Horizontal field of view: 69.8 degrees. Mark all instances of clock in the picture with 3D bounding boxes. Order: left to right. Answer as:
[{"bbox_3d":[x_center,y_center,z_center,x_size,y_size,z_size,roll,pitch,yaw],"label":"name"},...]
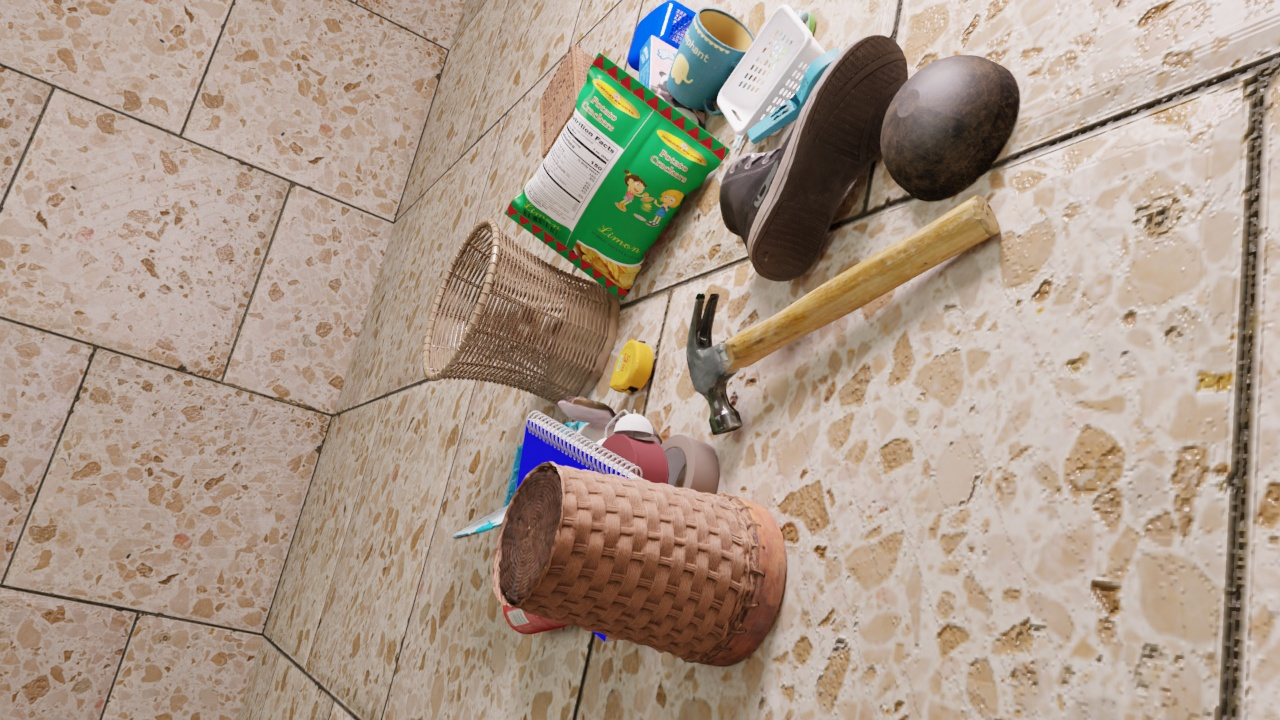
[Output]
[{"bbox_3d":[-0.014,0.110,0.934,0.087,0.044,0.124,-46,44,37],"label":"clock"}]

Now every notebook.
[{"bbox_3d":[-0.073,0.161,0.943,0.209,0.022,0.172,22,105,53],"label":"notebook"}]

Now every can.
[{"bbox_3d":[-0.096,0.270,1.041,0.171,0.067,0.067,-32,44,52],"label":"can"}]

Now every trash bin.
[{"bbox_3d":[-0.005,0.165,0.779,0.152,0.210,0.151,-43,35,42],"label":"trash bin"}]

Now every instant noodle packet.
[{"bbox_3d":[-0.037,-0.225,1.164,0.253,0.195,0.090,-52,3,31],"label":"instant noodle packet"}]

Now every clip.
[{"bbox_3d":[0.157,-0.259,0.912,0.127,0.113,0.028,-37,41,27],"label":"clip"}]

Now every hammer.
[{"bbox_3d":[0.156,-0.049,0.797,0.332,0.033,0.132,-32,69,44],"label":"hammer"}]

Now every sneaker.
[{"bbox_3d":[0.158,-0.201,0.874,0.235,0.095,0.119,-67,25,21],"label":"sneaker"}]

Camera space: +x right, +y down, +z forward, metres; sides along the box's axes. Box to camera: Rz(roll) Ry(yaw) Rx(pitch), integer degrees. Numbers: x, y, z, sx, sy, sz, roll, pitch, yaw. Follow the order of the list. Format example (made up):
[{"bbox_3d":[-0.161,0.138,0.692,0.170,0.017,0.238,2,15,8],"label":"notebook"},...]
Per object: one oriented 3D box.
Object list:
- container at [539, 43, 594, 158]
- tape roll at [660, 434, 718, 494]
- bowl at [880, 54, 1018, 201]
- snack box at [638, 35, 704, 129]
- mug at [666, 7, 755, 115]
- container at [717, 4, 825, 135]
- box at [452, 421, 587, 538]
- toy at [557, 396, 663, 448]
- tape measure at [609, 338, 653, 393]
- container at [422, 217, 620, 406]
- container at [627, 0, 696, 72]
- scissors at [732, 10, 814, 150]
[{"bbox_3d":[-0.083,-0.386,1.439,0.114,0.112,0.198,-51,31,33],"label":"container"},{"bbox_3d":[0.040,0.124,0.928,0.094,0.030,0.093,-43,36,43],"label":"tape roll"},{"bbox_3d":[0.238,-0.197,0.748,0.122,0.056,0.121,-43,36,43],"label":"bowl"},{"bbox_3d":[0.041,-0.349,1.204,0.033,0.088,0.153,-39,39,45],"label":"snack box"},{"bbox_3d":[0.089,-0.360,1.142,0.104,0.084,0.112,-51,59,44],"label":"mug"},{"bbox_3d":[0.148,-0.308,0.999,0.129,0.049,0.080,-52,41,31],"label":"container"},{"bbox_3d":[-0.135,0.166,1.188,0.228,0.074,0.180,-27,25,54],"label":"box"},{"bbox_3d":[-0.049,0.135,1.052,0.105,0.131,0.206,-50,-19,-71],"label":"toy"},{"bbox_3d":[-0.007,0.006,1.102,0.059,0.030,0.068,4,78,63],"label":"tape measure"},{"bbox_3d":[-0.161,-0.052,1.251,0.228,0.196,0.226,-43,36,43],"label":"container"},{"bbox_3d":[0.032,-0.467,1.338,0.114,0.058,0.096,-3,69,62],"label":"container"},{"bbox_3d":[0.149,-0.321,1.059,0.176,0.033,0.072,-67,28,15],"label":"scissors"}]
